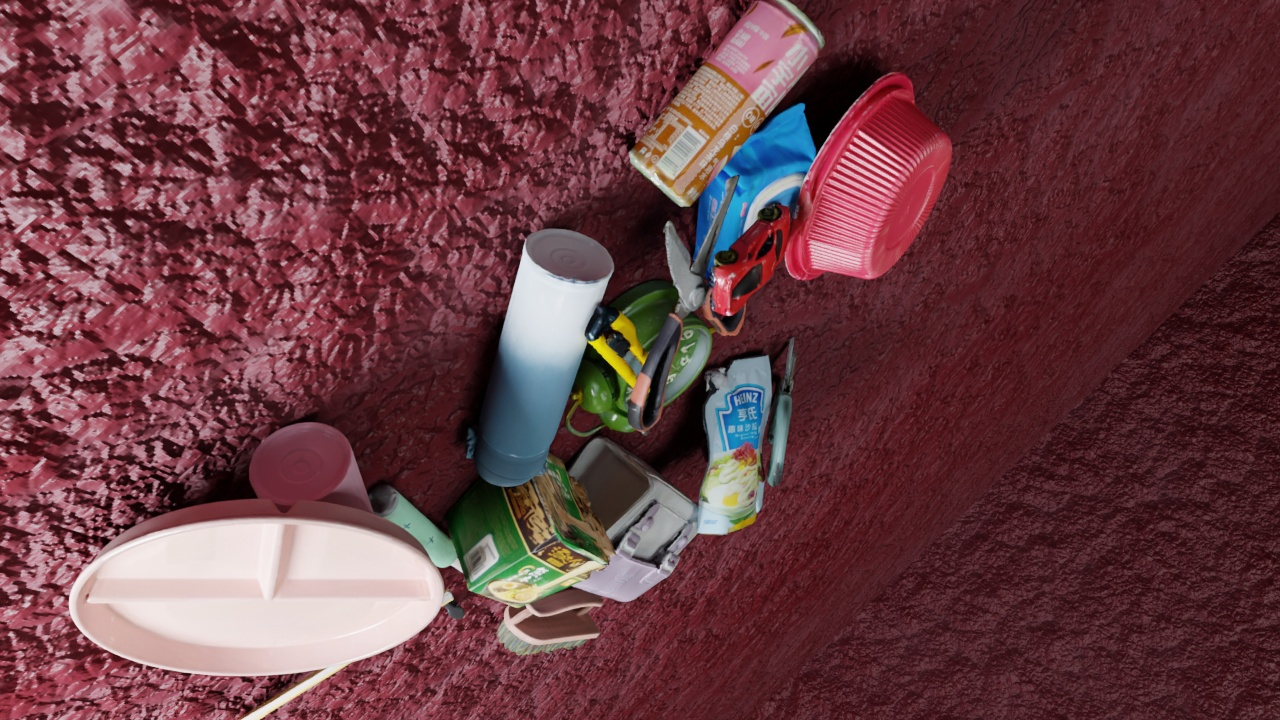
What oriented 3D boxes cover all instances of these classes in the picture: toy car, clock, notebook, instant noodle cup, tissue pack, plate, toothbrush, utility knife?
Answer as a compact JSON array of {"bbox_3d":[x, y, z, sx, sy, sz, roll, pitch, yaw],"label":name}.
[{"bbox_3d":[0.089,-0.079,0.708,0.106,0.031,0.049,-47,151,-32],"label":"toy car"},{"bbox_3d":[-0.005,0.005,0.798,0.161,0.056,0.116,-45,151,1],"label":"clock"},{"bbox_3d":[-0.250,0.253,0.774,0.206,0.010,0.146,-30,175,-16],"label":"notebook"},{"bbox_3d":[0.203,-0.141,0.783,0.193,0.066,0.194,-41,152,-28],"label":"instant noodle cup"},{"bbox_3d":[0.094,-0.130,0.753,0.094,0.052,0.157,-32,149,-23],"label":"tissue pack"},{"bbox_3d":[-0.249,0.156,0.617,0.229,0.028,0.230,-8,142,-7],"label":"plate"},{"bbox_3d":[-0.181,0.160,0.804,0.027,0.026,0.225,-57,156,-20],"label":"toothbrush"},{"bbox_3d":[-0.008,-0.005,0.697,0.033,0.015,0.154,-46,155,-3],"label":"utility knife"},{"bbox_3d":[-0.203,0.208,0.859,0.014,0.018,0.189,-39,148,-12],"label":"toothbrush"}]

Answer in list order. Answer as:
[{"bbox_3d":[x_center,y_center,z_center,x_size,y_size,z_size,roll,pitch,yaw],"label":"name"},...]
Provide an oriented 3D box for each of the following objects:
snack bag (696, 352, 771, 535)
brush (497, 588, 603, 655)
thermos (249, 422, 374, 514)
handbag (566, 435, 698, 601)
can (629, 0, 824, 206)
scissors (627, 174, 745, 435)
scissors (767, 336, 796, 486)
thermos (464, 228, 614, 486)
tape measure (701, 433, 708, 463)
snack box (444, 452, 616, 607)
[{"bbox_3d":[0.103,0.090,0.999,0.110,0.039,0.191,-5,104,-36],"label":"snack bag"},{"bbox_3d":[-0.103,0.293,1.046,0.073,0.063,0.145,-48,150,14],"label":"brush"},{"bbox_3d":[-0.214,0.131,0.663,0.199,0.087,0.067,93,18,-49],"label":"thermos"},{"bbox_3d":[-0.022,0.176,0.952,0.145,0.098,0.197,-48,151,-1],"label":"handbag"},{"bbox_3d":[0.058,-0.178,0.636,0.147,0.058,0.058,-49,151,8],"label":"can"},{"bbox_3d":[0.037,-0.036,0.710,0.189,0.015,0.222,-56,154,-8],"label":"scissors"},{"bbox_3d":[0.161,0.068,1.049,0.173,0.019,0.178,95,6,-49],"label":"scissors"},{"bbox_3d":[-0.082,0.007,0.694,0.070,0.070,0.221,-17,142,-41],"label":"thermos"},{"bbox_3d":[0.100,0.102,1.062,0.039,0.057,0.058,-25,138,-30],"label":"tape measure"},{"bbox_3d":[-0.104,0.153,0.810,0.106,0.118,0.117,-36,144,7],"label":"snack box"}]
